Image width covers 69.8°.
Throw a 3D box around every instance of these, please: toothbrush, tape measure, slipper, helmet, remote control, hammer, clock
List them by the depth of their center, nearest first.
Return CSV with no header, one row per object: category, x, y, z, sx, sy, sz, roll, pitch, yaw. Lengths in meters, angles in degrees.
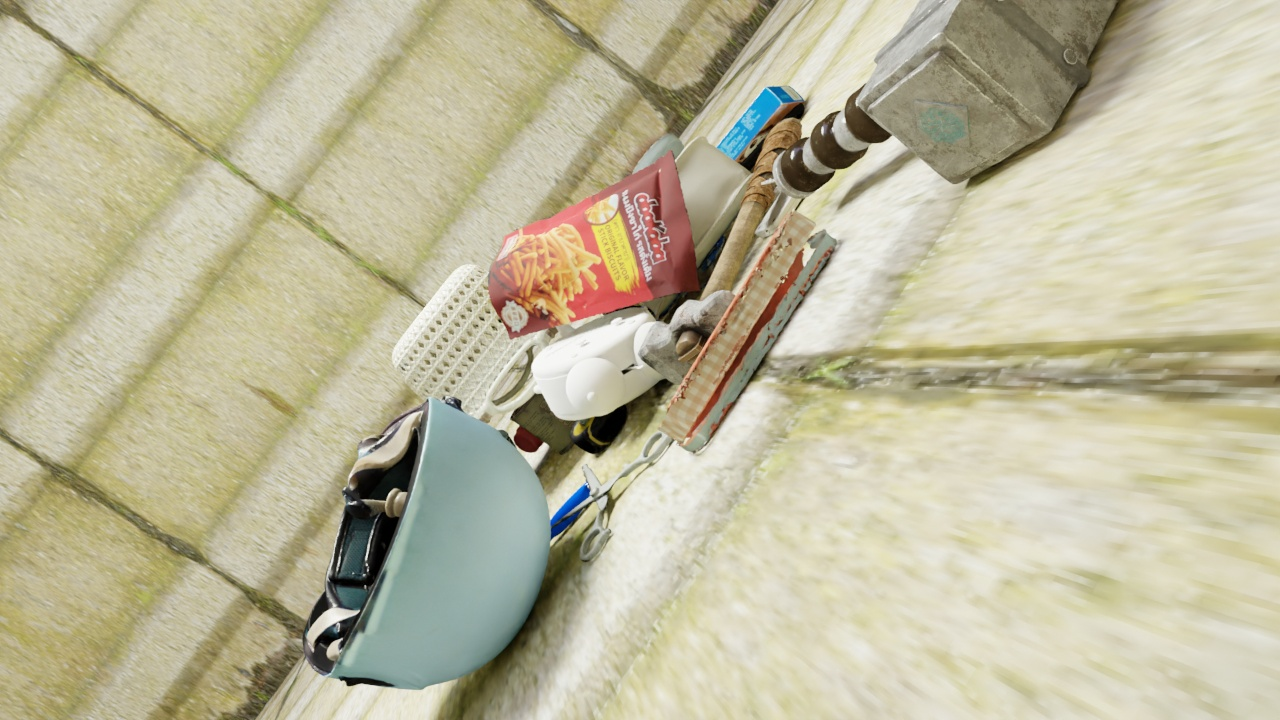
hammer,0.158,-0.165,0.597,0.176,0.079,0.327,-57,10,-20
helmet,-0.156,0.144,0.716,0.266,0.166,0.225,144,142,-65
hammer,0.092,-0.116,0.806,0.122,0.049,0.317,-38,20,49
toothbrush,-0.090,0.164,0.815,0.183,0.016,0.018,-50,5,23
remote control,0.153,-0.173,0.851,0.135,0.011,0.050,-57,10,-9
clock,-0.039,-0.005,0.860,0.125,0.073,0.161,-31,17,-18
tape measure,-0.042,0.058,0.887,0.061,0.034,0.061,-57,18,-5
slipper,0.023,-0.212,1.114,0.098,0.055,0.269,-45,-12,-6

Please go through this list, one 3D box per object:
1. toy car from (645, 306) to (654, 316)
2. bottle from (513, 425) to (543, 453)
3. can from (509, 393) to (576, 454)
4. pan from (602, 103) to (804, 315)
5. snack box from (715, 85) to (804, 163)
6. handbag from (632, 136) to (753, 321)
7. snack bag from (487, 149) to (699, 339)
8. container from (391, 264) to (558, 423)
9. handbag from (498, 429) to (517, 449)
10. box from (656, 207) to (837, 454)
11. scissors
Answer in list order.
toy car,-0.011,-0.037,1.115,0.107,0.027,0.060,-39,3,-4
bottle,-0.111,0.045,1.198,0.062,0.062,0.176,-42,15,51
can,-0.097,0.052,1.064,0.090,0.074,0.089,-52,10,12
pan,0.066,-0.191,1.097,0.355,0.044,0.204,-47,-13,-9
snack box,0.137,-0.282,1.172,0.152,0.034,0.087,-48,-10,32
handbag,0.053,-0.118,0.978,0.200,0.093,0.199,-54,-11,-4
snack bag,-0.044,-0.101,0.882,0.208,0.066,0.138,-16,69,23
container,-0.183,-0.011,1.039,0.184,0.143,0.246,-54,9,-8
handbag,-0.206,0.155,1.141,0.121,0.118,0.192,-15,-13,-16
box,0.068,-0.023,0.633,0.059,0.056,0.186,20,73,47
scissors,-0.022,0.097,0.716,0.175,0.014,0.141,-45,19,21
